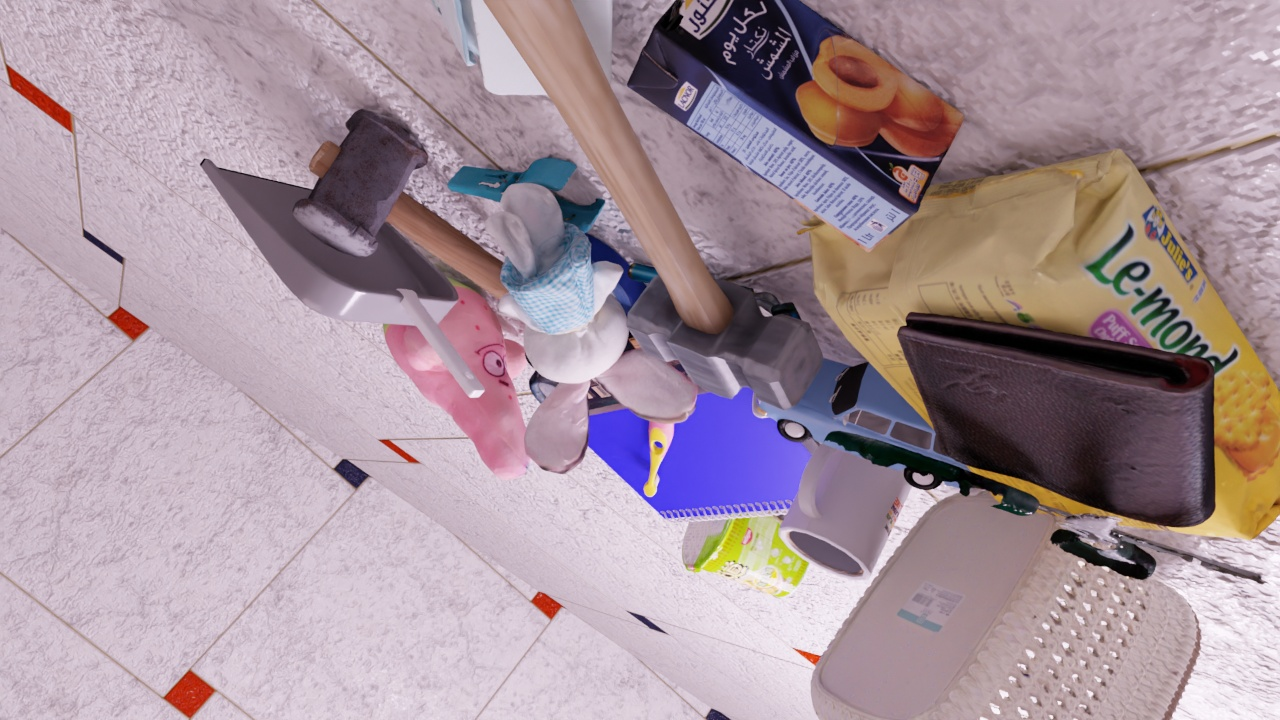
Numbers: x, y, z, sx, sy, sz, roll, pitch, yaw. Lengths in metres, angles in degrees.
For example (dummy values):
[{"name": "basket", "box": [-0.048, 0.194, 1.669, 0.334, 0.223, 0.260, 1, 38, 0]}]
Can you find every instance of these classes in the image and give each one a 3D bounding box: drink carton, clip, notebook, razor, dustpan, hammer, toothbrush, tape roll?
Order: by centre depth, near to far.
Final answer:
[{"name": "drink carton", "box": [0.064, -0.110, 0.387, 0.130, 0.064, 0.040, 34, 154, -4]}, {"name": "hammer", "box": [-0.001, -0.084, 0.467, 0.117, 0.051, 0.323, 23, 160, 37]}, {"name": "razor", "box": [0.049, -0.045, 0.612, 0.144, 0.022, 0.042, 22, 158, 37]}, {"name": "clip", "box": [-0.068, -0.102, 0.642, 0.113, 0.028, 0.127, 38, 158, -28]}, {"name": "tape roll", "box": [-0.041, -0.064, 0.696, 0.091, 0.016, 0.093, 43, 156, -25]}, {"name": "dustpan", "box": [-0.204, -0.061, 0.709, 0.257, 0.033, 0.163, 50, -160, 18]}, {"name": "hammer", "box": [-0.111, -0.064, 0.727, 0.328, 0.098, 0.052, 35, 159, -29]}, {"name": "toothbrush", "box": [0.015, 0.078, 0.792, 0.021, 0.016, 0.136, 20, 142, 10]}, {"name": "notebook", "box": [0.059, 0.085, 0.805, 0.210, 0.022, 0.171, -13, 131, 41]}]

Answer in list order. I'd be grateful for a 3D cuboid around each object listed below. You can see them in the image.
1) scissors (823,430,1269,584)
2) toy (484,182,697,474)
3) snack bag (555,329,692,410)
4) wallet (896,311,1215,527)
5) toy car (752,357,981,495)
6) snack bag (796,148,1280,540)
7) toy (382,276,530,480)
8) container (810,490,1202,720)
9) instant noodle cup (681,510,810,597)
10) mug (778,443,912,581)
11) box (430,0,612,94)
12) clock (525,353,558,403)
[{"name": "scissors", "box": [0.206, 0.082, 0.462, 0.202, 0.015, 0.204, 18, 171, 46]}, {"name": "toy", "box": [-0.057, -0.033, 0.636, 0.105, 0.131, 0.205, 57, 173, 53]}, {"name": "snack bag", "box": [-0.004, 0.004, 0.721, 0.155, 0.018, 0.074, -14, 137, 32]}, {"name": "wallet", "box": [0.176, 0.025, 0.391, 0.120, 0.031, 0.099, 16, 151, 41]}, {"name": "toy car", "box": [0.148, 0.033, 0.582, 0.153, 0.056, 0.055, 20, 138, 10]}, {"name": "snack bag", "box": [0.201, 0.007, 0.451, 0.247, 0.068, 0.160, 42, 155, -25]}, {"name": "toy", "box": [-0.165, 0.003, 0.839, 0.236, 0.097, 0.192, 58, -165, 13]}, {"name": "container", "box": [0.234, 0.205, 0.616, 0.143, 0.245, 0.185, 48, 159, -14]}, {"name": "instant noodle cup", "box": [0.113, 0.190, 0.945, 0.108, 0.098, 0.099, 28, 160, -14]}, {"name": "mug", "box": [0.151, 0.101, 0.691, 0.074, 0.089, 0.105, 12, 151, 42]}, {"name": "box", "box": [-0.064, -0.207, 0.391, 0.125, 0.075, 0.198, 47, 160, 18]}, {"name": "clock", "box": [-0.060, 0.016, 0.853, 0.090, 0.052, 0.130, 24, 153, 20]}]
